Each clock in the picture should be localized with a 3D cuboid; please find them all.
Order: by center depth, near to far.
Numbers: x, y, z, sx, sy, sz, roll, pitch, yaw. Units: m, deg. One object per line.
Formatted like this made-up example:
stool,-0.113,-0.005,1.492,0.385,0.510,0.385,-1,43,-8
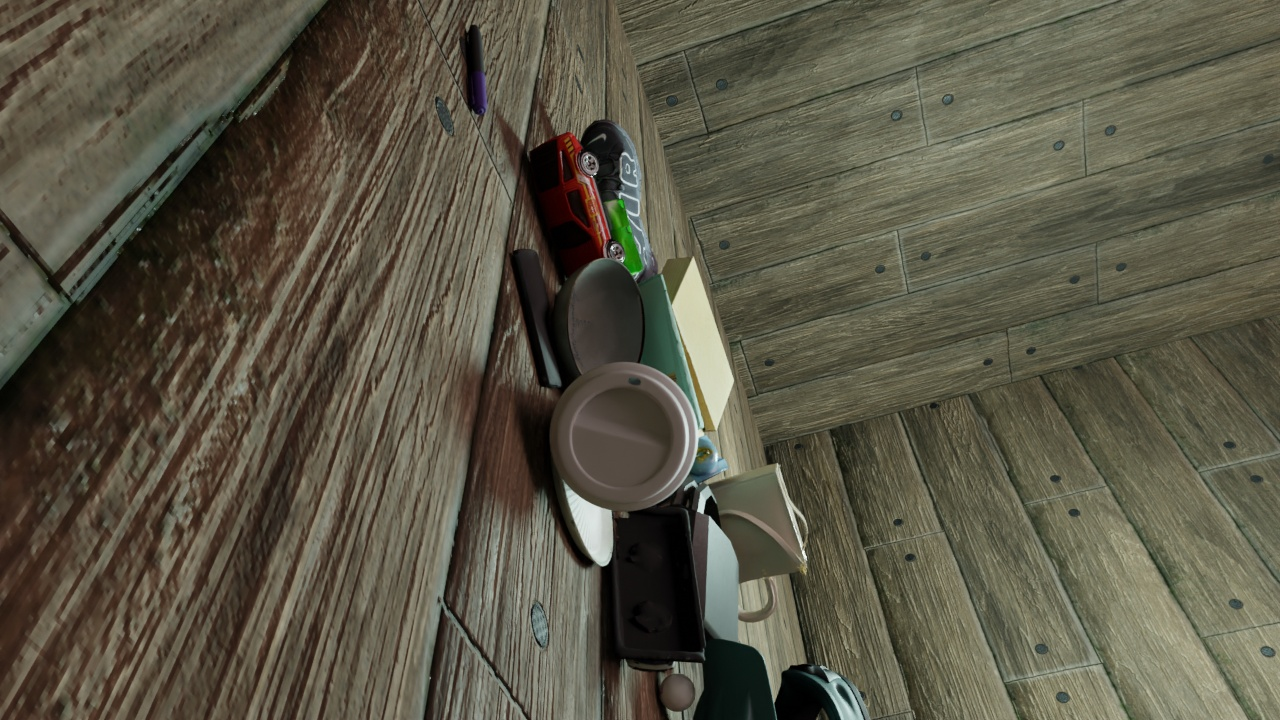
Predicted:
clock,0.055,0.147,1.232,0.162,0.118,0.060,52,12,-81

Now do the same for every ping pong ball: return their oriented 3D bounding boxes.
ping pong ball,0.041,0.367,1.014,0.040,0.040,0.040,-15,89,-80

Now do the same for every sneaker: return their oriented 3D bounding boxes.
sneaker,-0.048,-0.208,1.281,0.150,0.097,0.252,-56,135,-74

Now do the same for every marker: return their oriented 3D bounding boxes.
marker,-0.171,-0.305,0.953,0.018,0.015,0.133,23,45,-41

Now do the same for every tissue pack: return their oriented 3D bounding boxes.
tissue pack,-0.051,-0.144,1.141,0.034,0.114,0.099,-20,96,-40

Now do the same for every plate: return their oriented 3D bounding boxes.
plate,-0.059,0.127,0.908,0.157,0.014,0.157,-15,89,-81

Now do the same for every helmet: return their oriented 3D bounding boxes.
helmet,0.145,0.452,1.013,0.177,0.200,0.274,-26,-121,56

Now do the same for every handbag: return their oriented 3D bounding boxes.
handbag,0.057,0.241,1.116,0.197,0.102,0.199,61,32,-54
handbag,0.138,0.264,1.267,0.101,0.195,0.198,-11,83,-79

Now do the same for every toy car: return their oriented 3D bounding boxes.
toy car,0.007,0.242,0.950,0.191,0.094,0.071,-96,-163,-49
toy car,-0.077,-0.171,1.093,0.056,0.082,0.189,-26,101,-39

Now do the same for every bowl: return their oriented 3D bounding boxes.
bowl,-0.055,-0.036,0.993,0.150,0.057,0.150,-1,91,-58

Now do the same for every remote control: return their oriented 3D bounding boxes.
remote control,-0.100,-0.042,0.922,0.045,0.021,0.140,22,54,-77

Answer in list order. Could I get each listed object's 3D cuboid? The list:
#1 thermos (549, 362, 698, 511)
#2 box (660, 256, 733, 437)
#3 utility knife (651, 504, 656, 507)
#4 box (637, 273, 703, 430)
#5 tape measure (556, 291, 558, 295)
thermos,-0.010,0.071,0.893,0.222,0.131,0.131,38,37,-86
box,0.052,0.019,1.360,0.252,0.068,0.247,-56,136,-38
utility knife,0.008,0.185,1.180,0.173,0.020,0.028,62,17,-47
box,-0.003,0.006,1.072,0.052,0.139,0.187,1,73,-66
tape measure,-0.078,-0.046,1.053,0.062,0.020,0.060,-94,160,-46
